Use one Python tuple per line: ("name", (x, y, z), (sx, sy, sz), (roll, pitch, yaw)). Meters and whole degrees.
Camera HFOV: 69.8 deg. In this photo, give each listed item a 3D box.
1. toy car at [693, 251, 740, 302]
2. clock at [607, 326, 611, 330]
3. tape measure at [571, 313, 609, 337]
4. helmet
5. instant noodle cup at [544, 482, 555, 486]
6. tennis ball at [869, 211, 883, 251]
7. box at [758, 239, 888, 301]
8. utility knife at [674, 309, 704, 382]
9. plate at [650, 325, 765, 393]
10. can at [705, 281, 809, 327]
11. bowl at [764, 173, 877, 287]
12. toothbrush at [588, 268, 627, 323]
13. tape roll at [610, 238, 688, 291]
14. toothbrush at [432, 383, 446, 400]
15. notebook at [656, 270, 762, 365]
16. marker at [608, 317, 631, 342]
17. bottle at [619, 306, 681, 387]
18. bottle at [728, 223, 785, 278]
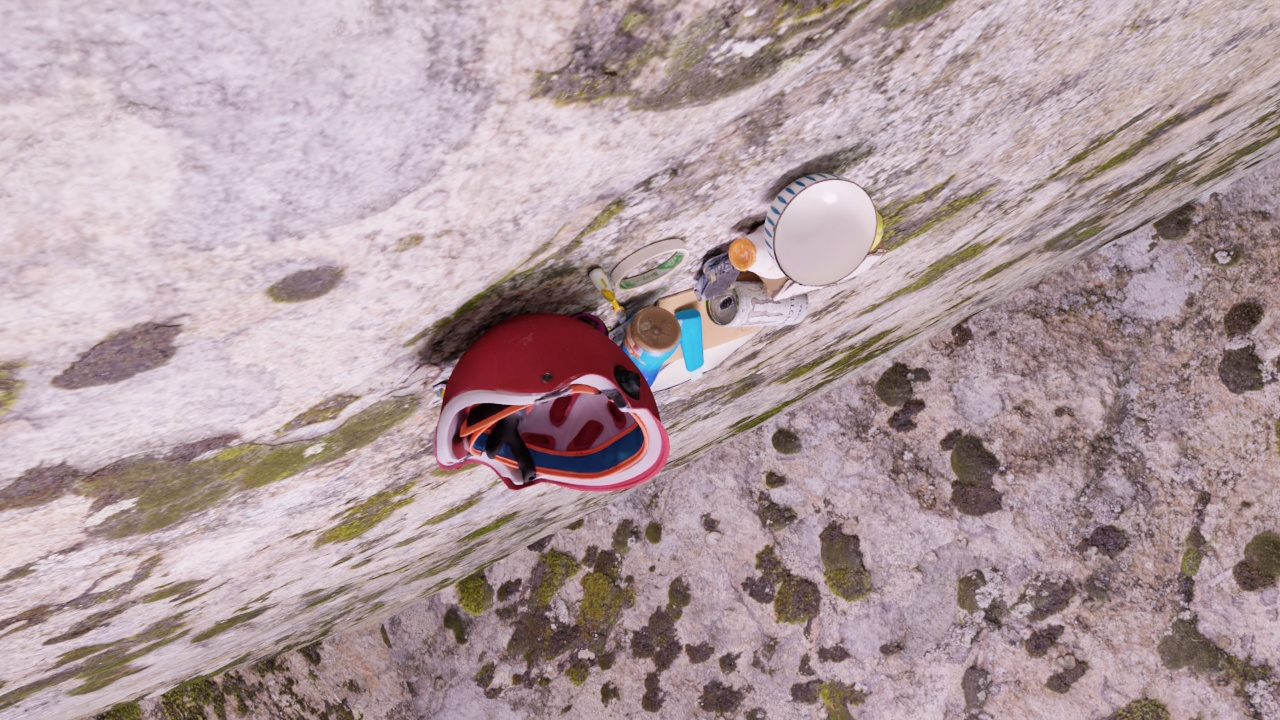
("toy car", (0.091, -0.101, 1.075), (0.049, 0.031, 0.106), (-22, 166, -13))
("clock", (-0.106, 0.012, 1.092), (0.161, 0.056, 0.116), (-23, 167, -11))
("tape measure", (-0.064, -0.024, 1.026), (0.057, 0.057, 0.039), (19, 154, -5))
("helmet", (-0.087, 0.037, 0.956), (0.239, 0.143, 0.208), (21, 138, -32))
("instant noodle cup", (-0.108, 0.101, 1.265), (0.116, 0.124, 0.116), (-15, 167, -14))
("tennis ball", (0.255, -0.156, 1.091), (0.065, 0.065, 0.065), (-24, 167, -6))
("box", (0.226, -0.129, 1.166), (0.183, 0.061, 0.090), (-13, 162, -39))
("utility knife", (0.069, -0.015, 1.229), (0.034, 0.018, 0.188), (-20, 151, -4))
("plate", (0.089, -0.017, 1.405), (0.161, 0.034, 0.267), (-17, 165, -33))
("can", (0.152, -0.073, 1.183), (0.146, 0.058, 0.058), (-4, 156, -43))
("bowl", (0.180, -0.142, 0.958), (0.116, 0.116, 0.066), (-25, -149, -4))
("toothbrush", (-0.033, -0.068, 0.997), (0.016, 0.018, 0.191), (-28, 167, 1))
("tape roll", (0.010, -0.099, 0.963), (0.085, 0.014, 0.086), (-24, 168, -6))
("toothbrush", (-0.207, 0.048, 1.128), (0.021, 0.029, 0.189), (-64, 168, -3))
("notebook", (0.096, -0.059, 1.219), (0.207, 0.008, 0.148), (-19, 149, -26))
("marker", (-0.040, -0.026, 1.160), (0.146, 0.017, 0.016), (-33, 166, 28))
("bottle", (-0.007, 0.007, 1.155), (0.065, 0.065, 0.219), (-20, 163, -23))
("bottle", (0.144, -0.122, 1.020), (0.108, 0.063, 0.063), (-13, 162, -46))
